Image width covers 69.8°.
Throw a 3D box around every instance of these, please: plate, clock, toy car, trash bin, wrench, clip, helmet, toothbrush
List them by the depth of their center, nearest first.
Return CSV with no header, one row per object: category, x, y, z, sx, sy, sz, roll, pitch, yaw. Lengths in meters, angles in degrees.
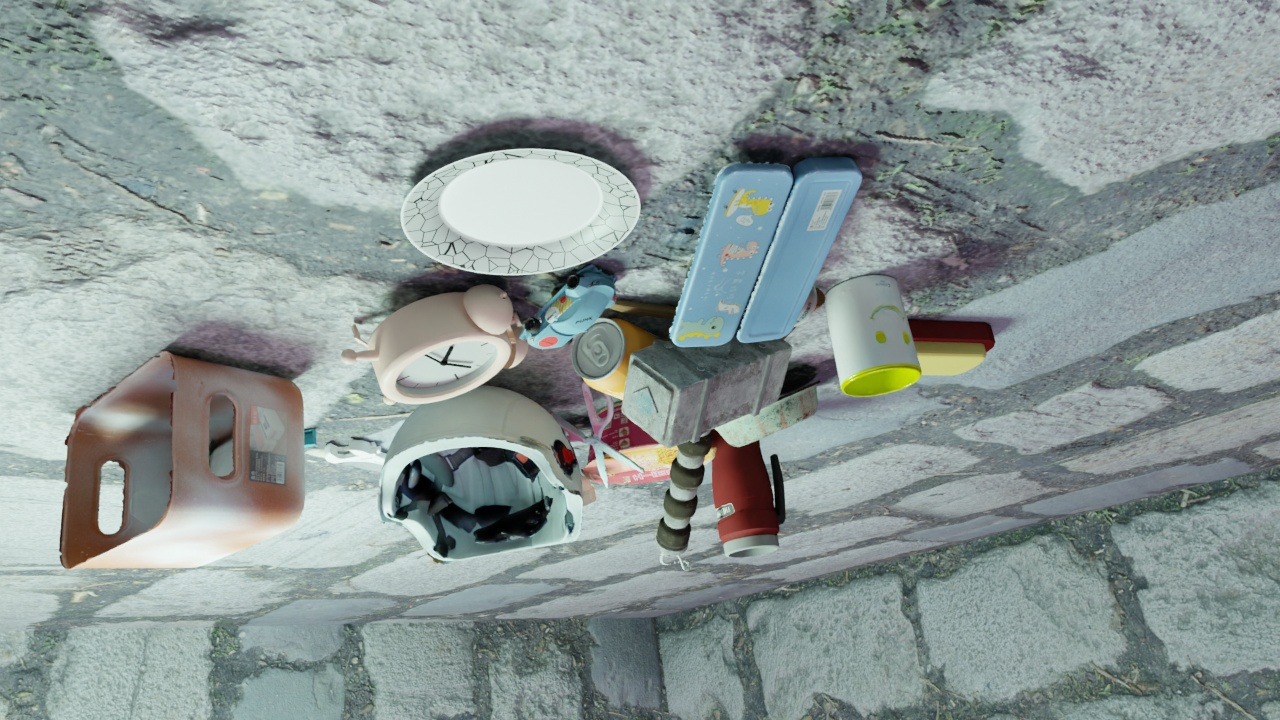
plate,-0.095,-0.120,0.737,0.188,0.016,0.189,-6,158,-3
toy car,-0.065,-0.042,0.877,0.108,0.027,0.060,-43,145,19
clock,-0.196,-0.020,0.895,0.160,0.086,0.131,-17,158,-2
toothbrush,-0.015,-0.054,0.932,0.166,0.016,0.016,6,154,-31
trash bin,-0.493,0.120,0.994,0.260,0.181,0.157,-24,155,33
helmet,-0.188,0.119,1.108,0.237,0.163,0.264,-15,139,12
clip,-0.475,0.109,1.181,0.121,0.027,0.104,-20,153,28
wrench,-0.344,0.150,1.335,0.066,0.018,0.273,-17,157,25

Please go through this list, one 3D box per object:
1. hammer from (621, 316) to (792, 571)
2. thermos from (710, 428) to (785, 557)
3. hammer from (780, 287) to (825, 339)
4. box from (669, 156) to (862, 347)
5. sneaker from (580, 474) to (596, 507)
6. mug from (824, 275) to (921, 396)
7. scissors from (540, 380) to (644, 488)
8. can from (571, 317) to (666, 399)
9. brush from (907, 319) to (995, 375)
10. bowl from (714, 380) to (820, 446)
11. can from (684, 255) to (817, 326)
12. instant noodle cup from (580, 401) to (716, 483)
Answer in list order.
hammer,0.053,0.116,1.014,0.176,0.079,0.327,-19,132,-38
thermos,0.154,0.174,1.307,0.108,0.198,0.084,2,156,-24
hammer,0.131,-0.002,1.089,0.115,0.033,0.324,2,156,-18
box,0.102,-0.085,0.790,0.125,0.021,0.209,-8,142,-20
sneaker,-0.176,0.153,1.265,0.237,0.104,0.090,0,-174,25
mug,0.242,-0.025,0.964,0.082,0.106,0.083,-6,159,-3
scissors,-0.063,0.086,1.157,0.170,0.013,0.174,31,132,12
can,-0.006,0.006,0.997,0.079,0.079,0.142,-20,155,28
brush,0.348,-0.012,1.117,0.173,0.041,0.082,1,157,-20
bowl,0.170,0.075,1.204,0.157,0.038,0.157,-23,175,-2
can,0.109,-0.069,0.881,0.135,0.054,0.054,12,151,-40
instant noodle cup,0.005,0.108,1.262,0.178,0.077,0.179,-7,157,-3
